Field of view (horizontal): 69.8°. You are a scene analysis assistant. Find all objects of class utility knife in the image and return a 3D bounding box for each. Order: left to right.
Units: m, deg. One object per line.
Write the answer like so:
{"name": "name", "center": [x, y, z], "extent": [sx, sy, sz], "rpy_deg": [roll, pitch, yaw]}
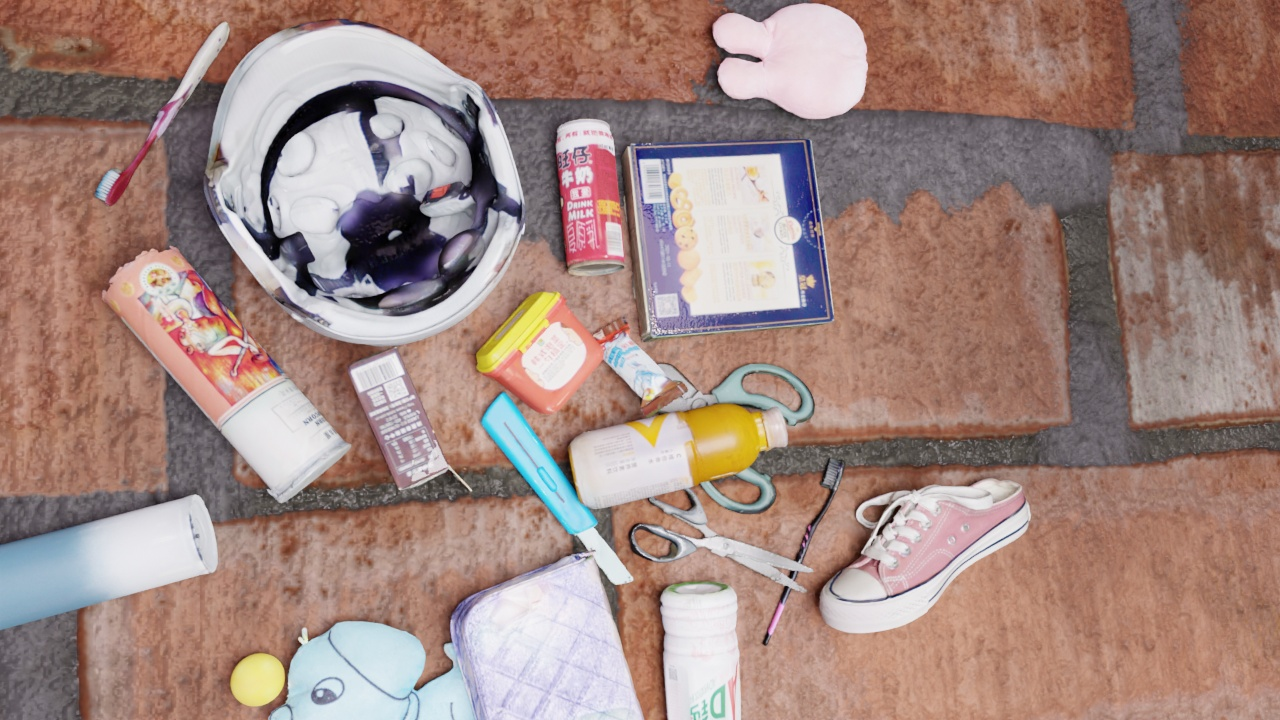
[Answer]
{"name": "utility knife", "center": [-0.072, 0.119, 0.814], "extent": [0.034, 0.018, 0.204], "rpy_deg": [-38, 94, -15]}

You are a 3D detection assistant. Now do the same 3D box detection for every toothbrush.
{"name": "toothbrush", "center": [-0.403, -0.212, 0.777], "extent": [0.017, 0.016, 0.187], "rpy_deg": [27, 79, 1]}
{"name": "toothbrush", "center": [0.151, 0.177, 0.861], "extent": [0.018, 0.014, 0.189], "rpy_deg": [26, 79, 1]}

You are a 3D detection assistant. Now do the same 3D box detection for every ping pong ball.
{"name": "ping pong ball", "center": [-0.305, 0.254, 0.732], "extent": [0.040, 0.040, 0.040], "rpy_deg": [2, 83, -13]}

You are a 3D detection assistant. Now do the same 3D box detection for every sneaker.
{"name": "sneaker", "center": [0.257, 0.159, 0.842], "extent": [0.240, 0.118, 0.088], "rpy_deg": [-26, 107, -20]}

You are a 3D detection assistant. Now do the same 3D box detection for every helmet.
{"name": "helmet", "center": [-0.215, -0.126, 0.744], "extent": [0.228, 0.146, 0.258], "rpy_deg": [-30, 80, -17]}

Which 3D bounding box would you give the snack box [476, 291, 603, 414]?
{"name": "snack box", "center": [-0.085, -0.005, 0.795], "extent": [0.080, 0.082, 0.091], "rpy_deg": [45, 76, -15]}

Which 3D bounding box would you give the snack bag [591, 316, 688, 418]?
{"name": "snack bag", "center": [-0.005, 0.005, 0.820], "extent": [0.048, 0.026, 0.104], "rpy_deg": [-32, 53, -12]}

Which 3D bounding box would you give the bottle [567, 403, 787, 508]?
{"name": "bottle", "center": [0.033, 0.079, 0.803], "extent": [0.189, 0.068, 0.068], "rpy_deg": [-13, 86, -4]}

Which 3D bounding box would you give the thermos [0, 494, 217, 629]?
{"name": "thermos", "center": [-0.445, 0.160, 0.698], "extent": [0.220, 0.070, 0.070], "rpy_deg": [-13, 87, -14]}

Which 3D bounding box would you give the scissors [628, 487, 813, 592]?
{"name": "scissors", "center": [0.070, 0.175, 0.838], "extent": [0.150, 0.014, 0.170], "rpy_deg": [-29, 88, -13]}

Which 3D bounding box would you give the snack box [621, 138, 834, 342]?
{"name": "snack box", "center": [0.081, -0.114, 0.862], "extent": [0.182, 0.046, 0.178], "rpy_deg": [-5, 85, -14]}

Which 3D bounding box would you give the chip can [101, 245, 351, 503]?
{"name": "chip can", "center": [-0.332, 0.011, 0.739], "extent": [0.071, 0.071, 0.214], "rpy_deg": [-41, 93, -14]}

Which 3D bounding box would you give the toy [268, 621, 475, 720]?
{"name": "toy", "center": [-0.213, 0.269, 0.748], "extent": [0.161, 0.050, 0.156], "rpy_deg": [-35, 92, -23]}

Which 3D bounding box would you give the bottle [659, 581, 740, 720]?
{"name": "bottle", "center": [0.054, 0.297, 0.799], "extent": [0.068, 0.068, 0.197], "rpy_deg": [-2, 88, -13]}

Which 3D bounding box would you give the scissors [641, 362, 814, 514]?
{"name": "scissors", "center": [0.079, 0.073, 0.854], "extent": [0.174, 0.019, 0.176], "rpy_deg": [5, 83, -14]}

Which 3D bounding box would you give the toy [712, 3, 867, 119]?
{"name": "toy", "center": [0.146, -0.295, 0.894], "extent": [0.159, 0.054, 0.121], "rpy_deg": [1, 76, -14]}

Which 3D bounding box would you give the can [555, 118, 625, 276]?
{"name": "can", "center": [-0.046, -0.147, 0.832], "extent": [0.053, 0.053, 0.132], "rpy_deg": [-4, 85, -14]}

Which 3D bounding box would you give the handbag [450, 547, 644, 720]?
{"name": "handbag", "center": [-0.073, 0.270, 0.765], "extent": [0.134, 0.076, 0.194], "rpy_deg": [-15, 88, -24]}

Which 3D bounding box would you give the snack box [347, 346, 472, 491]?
{"name": "snack box", "center": [-0.187, 0.058, 0.744], "extent": [0.053, 0.113, 0.125], "rpy_deg": [-22, 88, -14]}
